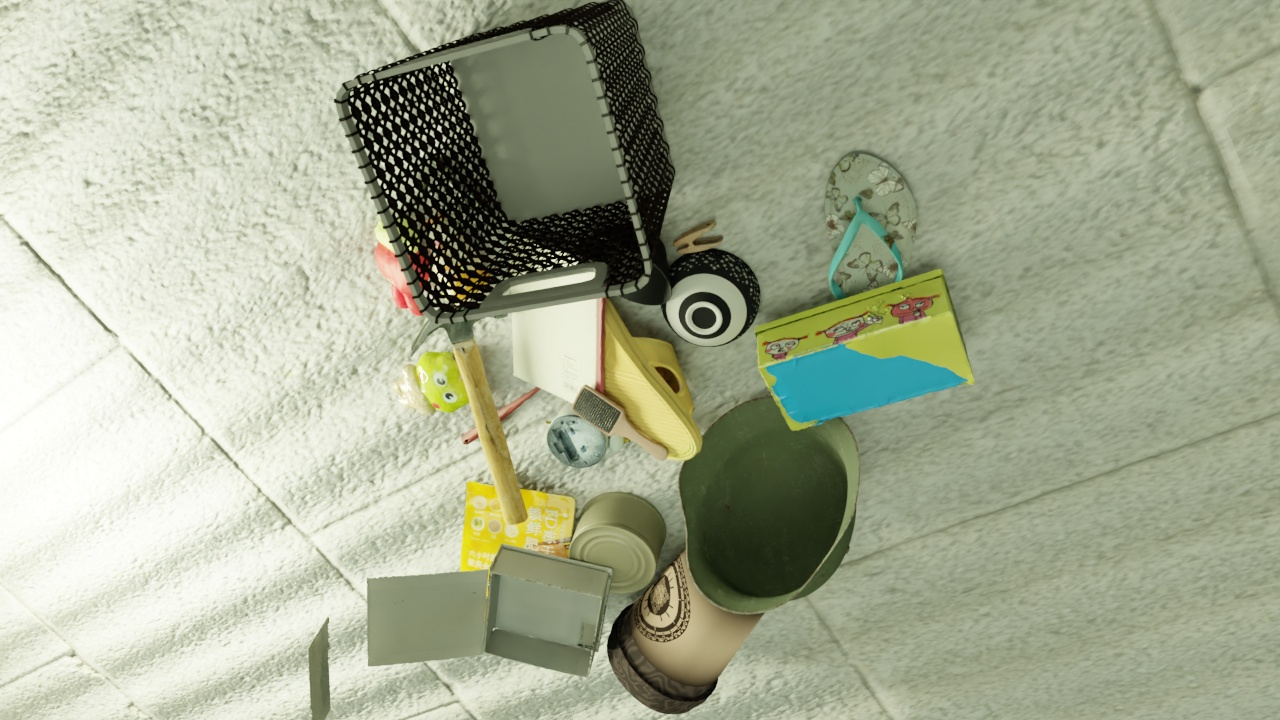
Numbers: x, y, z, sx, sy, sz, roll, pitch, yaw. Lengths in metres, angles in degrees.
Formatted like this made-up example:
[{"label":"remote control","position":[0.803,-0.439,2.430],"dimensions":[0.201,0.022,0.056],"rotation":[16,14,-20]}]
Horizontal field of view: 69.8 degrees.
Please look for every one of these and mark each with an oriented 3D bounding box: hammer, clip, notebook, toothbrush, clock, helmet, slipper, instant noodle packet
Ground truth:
[{"label":"hammer","position":[-0.206,0.078,1.217],"dimensions":[0.132,0.033,0.331],"rotation":[-14,115,-6]},{"label":"clip","position":[0.070,-0.135,1.071],"dimensions":[0.061,0.025,0.045],"rotation":[-24,111,32]},{"label":"notebook","position":[-0.104,-0.043,1.130],"dimensions":[0.153,0.012,0.209],"rotation":[23,128,29]},{"label":"toothbrush","position":[-0.179,0.068,1.248],"dimensions":[0.190,0.016,0.016],"rotation":[-34,109,27]},{"label":"clock","position":[-0.067,0.093,1.214],"dimensions":[0.118,0.056,0.083],"rotation":[-16,115,21]},{"label":"helmet","position":[0.171,0.197,1.136],"dimensions":[0.227,0.267,0.154],"rotation":[14,156,35]},{"label":"slipper","position":[0.261,-0.100,1.031],"dimensions":[0.098,0.054,0.269],"rotation":[-3,121,12]},{"label":"instant noodle packet","position":[-0.177,0.279,1.345],"dimensions":[0.163,0.084,0.222],"rotation":[9,115,8]},{"label":"slipper","position":[-0.007,0.007,1.138],"dimensions":[0.263,0.078,0.100],"rotation":[54,136,0]}]

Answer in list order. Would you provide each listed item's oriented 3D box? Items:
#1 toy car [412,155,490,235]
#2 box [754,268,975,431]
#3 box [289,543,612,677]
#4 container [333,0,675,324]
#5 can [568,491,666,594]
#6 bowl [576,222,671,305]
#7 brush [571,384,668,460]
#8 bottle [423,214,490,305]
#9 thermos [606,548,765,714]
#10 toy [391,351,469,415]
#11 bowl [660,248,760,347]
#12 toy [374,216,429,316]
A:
[{"label":"toy car","position":[-0.222,-0.199,1.092],"dimensions":[0.105,0.033,0.048],"rotation":[46,121,-10]},{"label":"box","position":[0.251,-0.007,1.041],"dimensions":[0.221,0.079,0.124],"rotation":[-17,129,23]},{"label":"box","position":[-0.254,0.343,1.267],"dimensions":[0.418,0.108,0.166],"rotation":[5,119,-7]},{"label":"container","position":[-0.109,-0.214,0.933],"dimensions":[0.248,0.243,0.246],"rotation":[-8,118,17]},{"label":"can","position":[-0.032,0.258,1.293],"dimensions":[0.128,0.073,0.128],"rotation":[6,121,9]},{"label":"bowl","position":[-0.008,-0.122,1.065],"dimensions":[0.124,0.052,0.124],"rotation":[24,158,10]},{"label":"brush","position":[-0.025,0.084,1.128],"dimensions":[0.136,0.015,0.050],"rotation":[34,129,6]},{"label":"bottle","position":[-0.228,-0.125,1.120],"dimensions":[0.063,0.063,0.109],"rotation":[-19,102,22]},{"label":"thermos","position":[0.077,0.356,1.279],"dimensions":[0.172,0.172,0.227],"rotation":[30,115,-6]},{"label":"toy","position":[-0.284,0.034,1.237],"dimensions":[0.118,0.043,0.092],"rotation":[-14,117,21]},{"label":"bowl","position":[0.079,-0.065,1.083],"dimensions":[0.120,0.066,0.120],"rotation":[6,121,9]},{"label":"toy","position":[-0.294,-0.117,1.139],"dimensions":[0.092,0.045,0.135],"rotation":[24,131,39]}]
